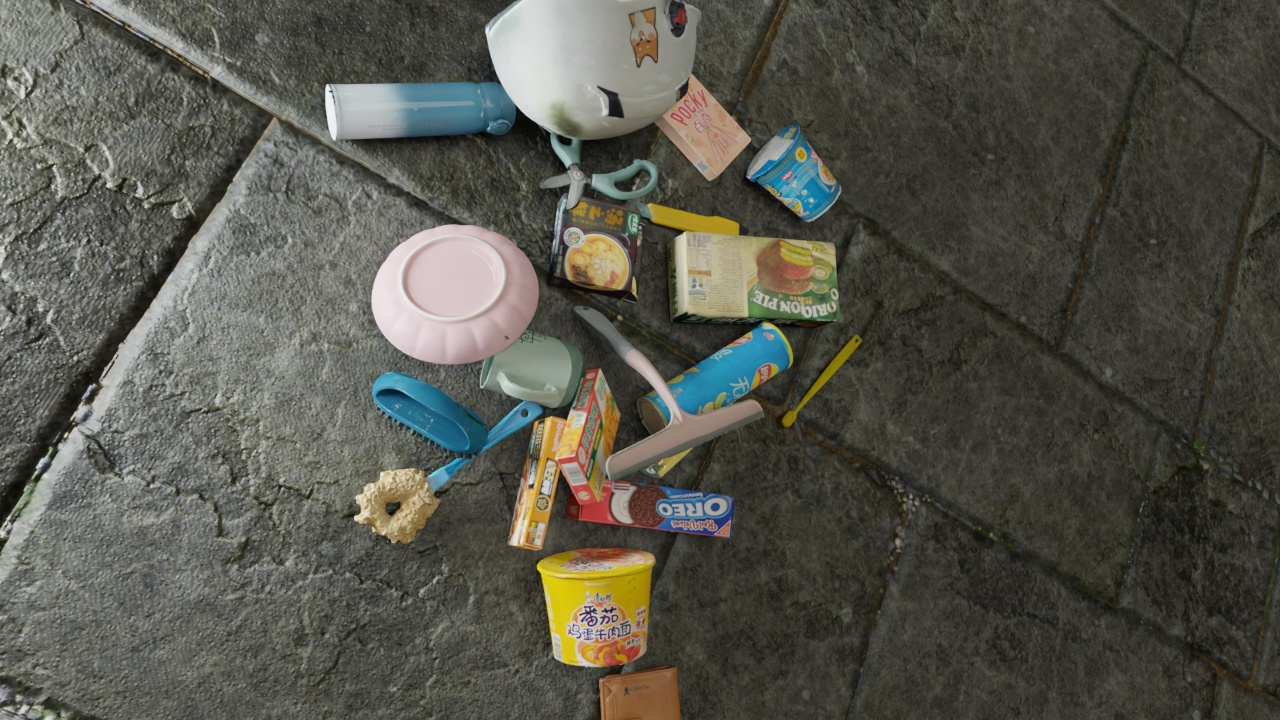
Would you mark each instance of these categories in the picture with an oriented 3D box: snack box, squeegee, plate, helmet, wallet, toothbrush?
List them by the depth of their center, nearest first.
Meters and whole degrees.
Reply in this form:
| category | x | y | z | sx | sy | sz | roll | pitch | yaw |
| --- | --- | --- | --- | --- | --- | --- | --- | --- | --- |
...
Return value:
| category | x | y | z | sx | sy | sz | roll | pitch | yaw |
| --- | --- | --- | --- | --- | --- | --- | --- | --- | --- |
| plate | -0.214 | -0.086 | 1.057 | 0.192 | 0.039 | 0.192 | 2 | 60 | -3 |
| snack box | -0.121 | 0.146 | 1.085 | 0.026 | 0.075 | 0.153 | 16 | 75 | -19 |
| snack box | -0.060 | 0.088 | 1.087 | 0.155 | 0.027 | 0.077 | -76 | 150 | -50 |
| squeegee | -0.007 | 0.006 | 1.111 | 0.247 | 0.040 | 0.249 | -20 | 56 | -37 |
| helmet | -0.048 | -0.348 | 1.112 | 0.273 | 0.231 | 0.157 | -3 | 87 | -42 |
| wallet | 0.001 | 0.445 | 1.114 | 0.107 | 0.031 | 0.131 | 0 | 80 | -25 |
| snack box | 0.015 | 0.183 | 1.147 | 0.207 | 0.058 | 0.057 | 11 | 80 | -21 |
| snack box | -0.050 | -0.143 | 1.181 | 0.125 | 0.053 | 0.113 | 9 | 78 | -16 |
| snack box | 0.155 | -0.107 | 1.251 | 0.239 | 0.063 | 0.114 | 0 | 81 | -23 |
| snack box | 0.073 | -0.334 | 1.273 | 0.157 | 0.026 | 0.084 | 45 | 68 | -11 |
| toothbrush | 0.254 | 0.028 | 1.298 | 0.015 | 0.017 | 0.189 | 48 | 66 | -8 |

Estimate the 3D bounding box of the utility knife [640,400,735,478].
| category | x | y | z | sx | sy | sz | roll | pitch | yaw |
| --- | --- | --- | --- | --- | --- | --- | --- | --- | --- |
| utility knife | 0.079 | 0.085 | 1.217 | 0.211 | 0.022 | 0.031 | -42 | 98 | -28 |

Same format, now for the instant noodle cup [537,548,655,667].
| category | x | y | z | sx | sy | sz | roll | pitch | yaw |
| --- | --- | --- | --- | --- | --- | --- | --- | --- | --- |
| instant noodle cup | -0.048 | 0.286 | 1.067 | 0.137 | 0.138 | 0.110 | -4 | 91 | -24 |

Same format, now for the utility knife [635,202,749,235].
| category | x | y | z | sx | sy | sz | roll | pitch | yaw |
| --- | --- | --- | --- | --- | --- | --- | --- | --- | --- |
| utility knife | 0.071 | -0.189 | 1.255 | 0.170 | 0.015 | 0.033 | 11 | 71 | -20 |

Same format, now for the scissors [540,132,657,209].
| category | x | y | z | sx | sy | sz | roll | pitch | yaw |
| --- | --- | --- | --- | --- | --- | --- | --- | --- | --- |
| scissors | -0.067 | -0.264 | 1.184 | 0.170 | 0.019 | 0.181 | -17 | 71 | -29 |

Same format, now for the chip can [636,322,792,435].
| category | x | y | z | sx | sy | sz | roll | pitch | yaw |
| --- | --- | --- | --- | --- | --- | --- | --- | --- | --- |
| chip can | 0.099 | 0.028 | 1.196 | 0.209 | 0.071 | 0.071 | -30 | 94 | -23 |

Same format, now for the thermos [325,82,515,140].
| category | x | y | z | sx | sy | sz | roll | pitch | yaw |
| --- | --- | --- | --- | --- | --- | --- | --- | --- | --- |
| thermos | -0.261 | -0.301 | 1.104 | 0.220 | 0.070 | 0.070 | -8 | 85 | -24 |

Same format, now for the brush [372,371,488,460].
| category | x | y | z | sx | sy | sz | roll | pitch | yaw |
| --- | --- | --- | --- | --- | --- | --- | --- | --- | --- |
| brush | -0.237 | 0.057 | 1.036 | 0.144 | 0.074 | 0.055 | 31 | 57 | 2 |

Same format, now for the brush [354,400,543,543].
| category | x | y | z | sx | sy | sz | roll | pitch | yaw |
| --- | --- | --- | --- | --- | --- | --- | --- | --- | --- |
| brush | -0.217 | 0.121 | 1.073 | 0.254 | 0.046 | 0.083 | -37 | 92 | -28 |

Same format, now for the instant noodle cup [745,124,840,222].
| category | x | y | z | sx | sy | sz | roll | pitch | yaw |
| --- | --- | --- | --- | --- | --- | --- | --- | --- | --- |
| instant noodle cup | 0.221 | -0.257 | 1.293 | 0.110 | 0.099 | 0.099 | 40 | 68 | -21 |

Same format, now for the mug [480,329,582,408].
| category | x | y | z | sx | sy | sz | roll | pitch | yaw |
| --- | --- | --- | --- | --- | --- | --- | --- | --- | --- |
| mug | -0.128 | 0.015 | 1.084 | 0.106 | 0.111 | 0.082 | 18 | 115 | -16 |
